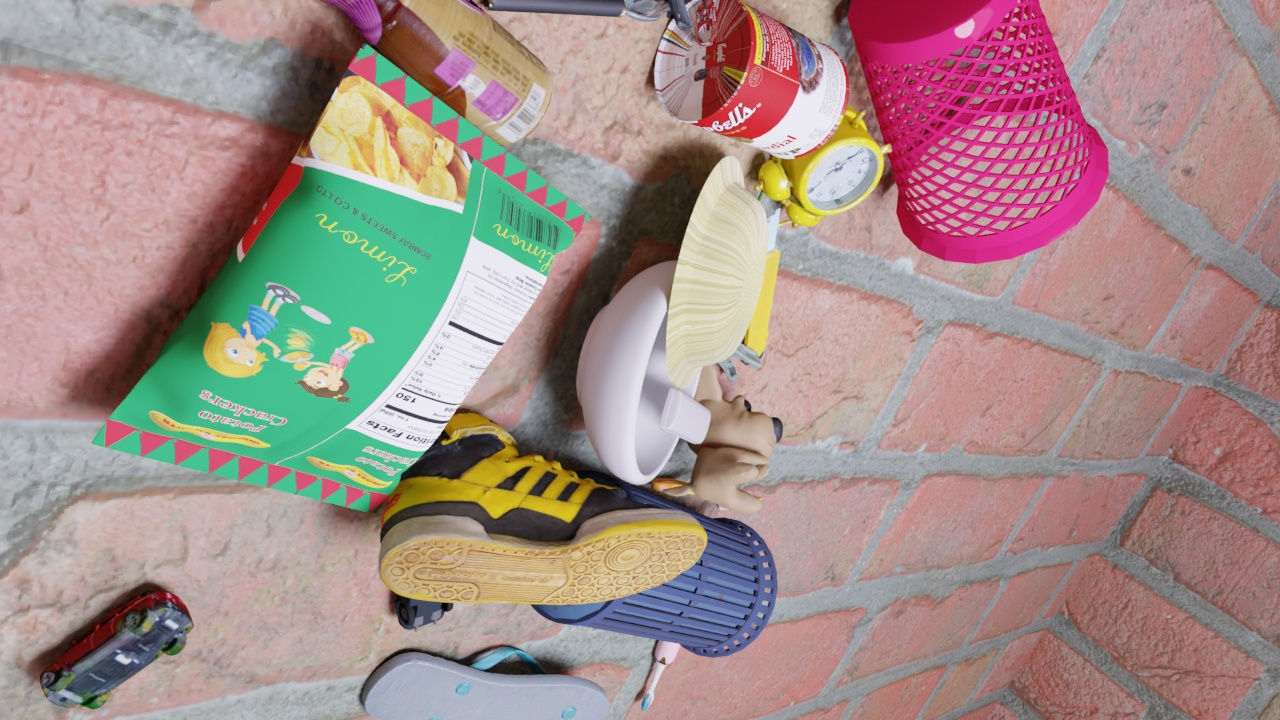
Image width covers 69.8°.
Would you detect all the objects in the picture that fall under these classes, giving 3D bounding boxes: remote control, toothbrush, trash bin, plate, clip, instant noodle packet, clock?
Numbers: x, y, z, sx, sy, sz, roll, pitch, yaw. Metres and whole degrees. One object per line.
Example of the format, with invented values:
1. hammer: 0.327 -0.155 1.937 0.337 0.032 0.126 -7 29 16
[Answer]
1. remote control: 0.038 0.047 0.746 0.131 0.012 0.033 35 71 -72
2. toothbrush: 0.036 0.320 1.057 0.026 0.027 0.223 -39 150 -63
3. trash bin: 0.008 0.189 0.842 0.139 0.139 0.249 -55 139 4
4. plate: 0.070 -0.063 0.714 0.184 0.036 0.184 15 89 -73
5. clip: 0.087 -0.011 0.841 0.050 0.023 0.078 -21 145 6
6. instant noodle packet: -0.160 -0.027 0.545 0.253 0.090 0.195 -53 142 5
7. clock: 0.145 -0.157 0.761 0.119 0.057 0.083 -38 138 18

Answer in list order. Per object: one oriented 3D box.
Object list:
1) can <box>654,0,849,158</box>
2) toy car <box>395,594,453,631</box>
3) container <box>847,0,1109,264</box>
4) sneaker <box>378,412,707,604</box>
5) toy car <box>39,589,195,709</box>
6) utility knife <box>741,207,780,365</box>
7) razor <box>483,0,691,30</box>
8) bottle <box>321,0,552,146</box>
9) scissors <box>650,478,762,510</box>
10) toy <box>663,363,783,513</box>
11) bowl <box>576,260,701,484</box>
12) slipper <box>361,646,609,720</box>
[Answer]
1. can: 0.081 -0.198 0.649 0.116 0.086 0.087 4 116 -45
2. toy car: -0.170 0.168 0.732 0.046 0.034 0.112 -11 128 -38
3. container: 0.271 -0.222 0.761 0.183 0.183 0.226 -48 134 -5
4. sneaker: -0.075 0.108 0.686 0.238 0.122 0.086 4 129 -22
5. toy car: -0.334 0.184 0.584 0.091 0.036 0.042 -40 140 -15
6. utility knife: 0.111 -0.060 0.823 0.030 0.018 0.191 -37 152 -27
7. razor: -0.033 -0.224 0.574 0.144 0.022 0.043 -13 86 -32
8. bottle: -0.119 -0.178 0.492 0.059 0.059 0.166 -55 141 5
9. scissors: 0.072 0.130 0.893 0.125 0.128 0.011 10 94 -28
10. toy: 0.077 0.080 0.839 0.106 0.108 0.134 -2 135 11
11. bowl: -0.004 0.004 0.717 0.176 0.066 0.176 15 89 -73
12. slipper: -0.146 0.319 0.872 0.268 0.055 0.098 26 103 -39
